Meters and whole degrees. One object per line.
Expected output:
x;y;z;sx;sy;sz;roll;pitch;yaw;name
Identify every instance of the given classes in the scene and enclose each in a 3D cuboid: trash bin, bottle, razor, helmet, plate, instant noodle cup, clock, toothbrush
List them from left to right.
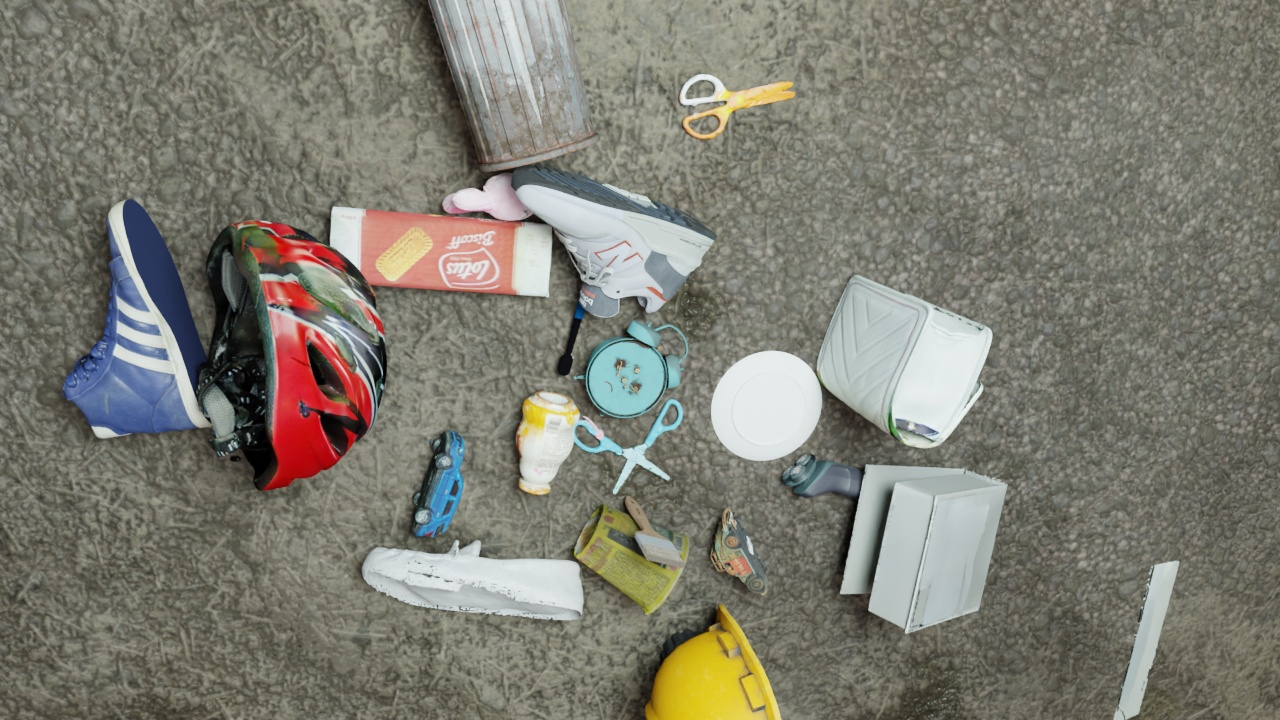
-0.324;-0.009;0.850;0.166;0.217;0.273;-15;145;-30;helmet
-0.123;-0.296;0.855;0.130;0.130;0.211;-16;110;-6;trash bin
-0.106;0.091;1.002;0.063;0.063;0.108;11;103;-14;bottle
-0.062;-0.063;0.991;0.014;0.014;0.168;16;99;-3;toothbrush
-0.013;0.220;1.046;0.108;0.102;0.102;31;98;-8;instant noodle cup
-0.006;0.006;1.002;0.124;0.053;0.090;-34;110;0;clock
0.074;0.399;1.022;0.131;0.255;0.205;-14;108;-7;helmet
0.149;0.055;1.068;0.134;0.011;0.135;-3;106;-10;plate
0.239;0.147;1.097;0.142;0.047;0.052;14;78;-17;razor

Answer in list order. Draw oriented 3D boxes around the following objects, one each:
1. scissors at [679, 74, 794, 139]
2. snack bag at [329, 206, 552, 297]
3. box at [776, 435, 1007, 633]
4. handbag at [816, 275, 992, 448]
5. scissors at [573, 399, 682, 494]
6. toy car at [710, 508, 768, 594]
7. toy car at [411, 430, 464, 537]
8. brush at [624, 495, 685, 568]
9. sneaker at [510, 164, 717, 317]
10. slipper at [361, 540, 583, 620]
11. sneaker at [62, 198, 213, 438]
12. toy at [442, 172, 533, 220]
0.103;-0.279;0.964;0.130;0.013;0.070;-18;109;-4;scissors
-0.202;-0.110;0.940;0.225;0.041;0.077;3;103;-10;snack bag
0.281;0.186;1.209;0.171;0.404;0.169;5;99;-28;box
0.274;0.000;0.978;0.096;0.198;0.142;16;103;-16;handbag
-0.009;0.089;1.049;0.135;0.015;0.135;35;99;-23;scissors
0.112;0.231;1.094;0.047;0.047;0.112;-24;104;21;toy car
-0.217;0.135;1.001;0.043;0.056;0.120;15;105;-21;toy car
0.005;0.183;1.007;0.045;0.143;0.008;18;103;-24;brush
-0.036;-0.107;0.926;0.239;0.089;0.124;10;114;-35;sneaker
-0.184;0.241;1.026;0.246;0.074;0.112;9;135;-11;slipper
-0.506;-0.030;0.883;0.118;0.091;0.233;-13;116;-4;sneaker
-0.141;-0.163;0.920;0.110;0.063;0.047;-11;107;-20;toy
